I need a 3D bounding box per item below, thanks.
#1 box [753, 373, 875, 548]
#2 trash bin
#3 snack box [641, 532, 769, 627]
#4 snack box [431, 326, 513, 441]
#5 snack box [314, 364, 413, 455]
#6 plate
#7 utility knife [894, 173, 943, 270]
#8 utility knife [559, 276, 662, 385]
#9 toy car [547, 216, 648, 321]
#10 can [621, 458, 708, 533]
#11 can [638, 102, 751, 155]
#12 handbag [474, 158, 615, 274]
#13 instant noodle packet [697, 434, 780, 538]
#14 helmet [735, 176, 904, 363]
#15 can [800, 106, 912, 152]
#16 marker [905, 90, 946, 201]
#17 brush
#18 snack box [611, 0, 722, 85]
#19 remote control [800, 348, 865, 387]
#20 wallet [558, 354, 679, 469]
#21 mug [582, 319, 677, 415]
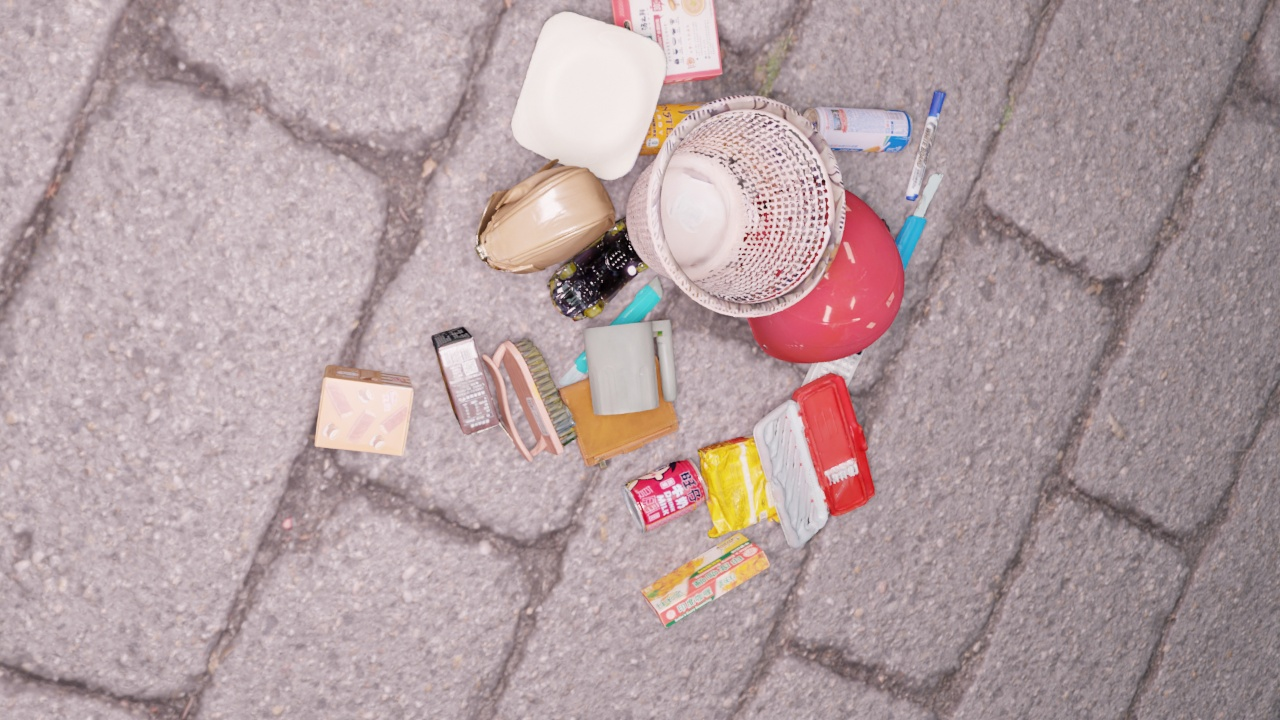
[{"bbox_3d":[0.228,0.132,1.209,0.160,0.050,0.201,-29,115,-19],"label":"box"},{"bbox_3d":[0.083,-0.166,1.029,0.227,0.192,0.227,-2,96,-20],"label":"trash bin"},{"bbox_3d":[0.083,0.282,1.185,0.155,0.077,0.027,-28,105,-11],"label":"snack box"},{"bbox_3d":[-0.194,0.030,1.043,0.053,0.113,0.126,-17,102,-13],"label":"snack box"},{"bbox_3d":[-0.308,0.055,1.022,0.094,0.093,0.077,8,96,-18],"label":"snack box"},{"bbox_3d":[-0.056,-0.300,1.046,0.164,0.034,0.164,25,103,15],"label":"plate"},{"bbox_3d":[0.356,-0.158,1.231,0.034,0.018,0.208,25,92,-17],"label":"utility knife"},{"bbox_3d":[-0.035,-0.033,1.135,0.178,0.013,0.029,-45,108,-2],"label":"utility knife"},{"bbox_3d":[-0.043,-0.112,1.103,0.157,0.042,0.070,-42,109,-21],"label":"toy car"},{"bbox_3d":[0.031,0.169,1.157,0.093,0.066,0.066,-23,104,-12],"label":"can"},{"bbox_3d":[0.056,-0.279,1.100,0.146,0.058,0.058,-7,100,-16],"label":"can"},{"bbox_3d":[-0.104,-0.154,0.999,0.148,0.204,0.100,-29,94,2],"label":"handbag"},{"bbox_3d":[0.131,0.163,1.200,0.110,0.044,0.128,-13,104,-17],"label":"instant noodle packet"},{"bbox_3d":[0.226,-0.111,1.126,0.207,0.144,0.240,-20,99,-4],"label":"helmet"},{"bbox_3d":[0.274,-0.293,1.167,0.134,0.053,0.053,-2,99,-17],"label":"can"},{"bbox_3d":[0.379,-0.284,1.220,0.017,0.017,0.146,13,94,-18],"label":"marker"},{"bbox_3d":[-0.134,0.045,1.090,0.073,0.063,0.146,-28,105,-22],"label":"brush"},{"bbox_3d":[0.025,-0.385,1.082,0.127,0.044,0.113,-11,102,-16],"label":"snack box"},{"bbox_3d":[0.266,-0.005,1.226,0.058,0.021,0.150,24,92,-19],"label":"remote control"},{"bbox_3d":[-0.022,0.069,1.142,0.130,0.035,0.119,-20,102,-13],"label":"wallet"},{"bbox_3d":[-0.007,0.006,1.097,0.123,0.084,0.103,-7,92,-38],"label":"mug"}]
